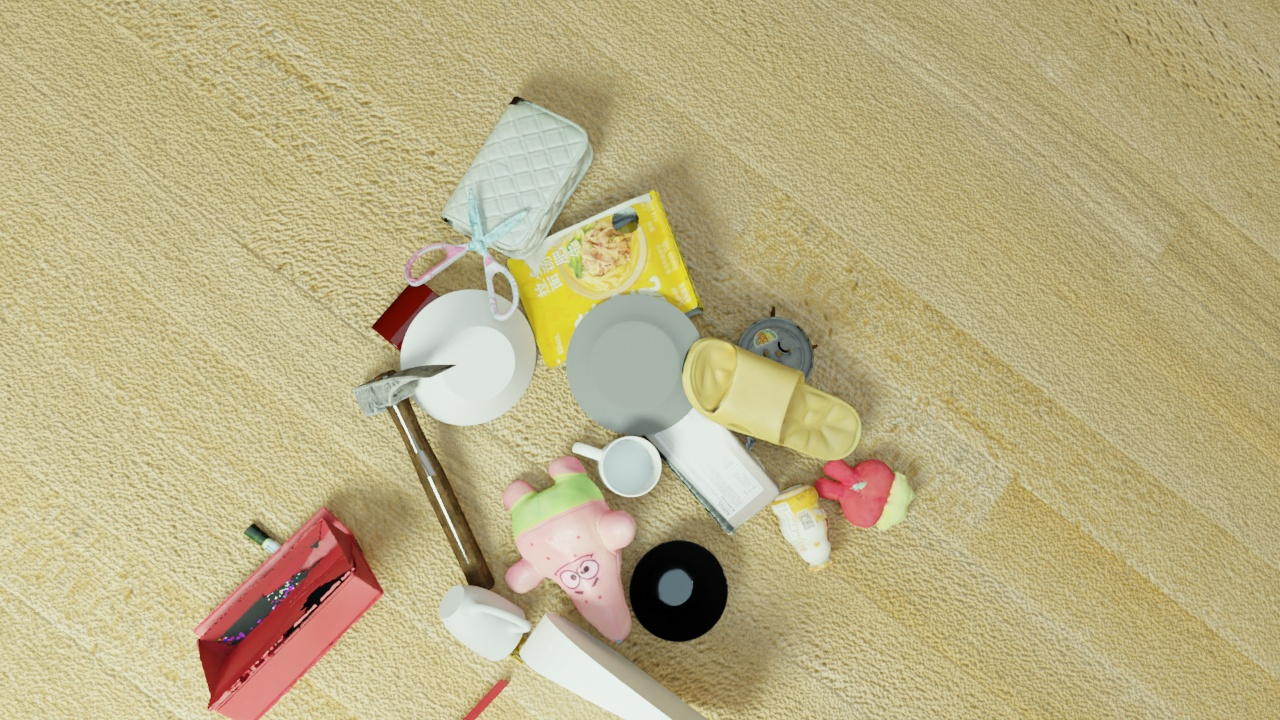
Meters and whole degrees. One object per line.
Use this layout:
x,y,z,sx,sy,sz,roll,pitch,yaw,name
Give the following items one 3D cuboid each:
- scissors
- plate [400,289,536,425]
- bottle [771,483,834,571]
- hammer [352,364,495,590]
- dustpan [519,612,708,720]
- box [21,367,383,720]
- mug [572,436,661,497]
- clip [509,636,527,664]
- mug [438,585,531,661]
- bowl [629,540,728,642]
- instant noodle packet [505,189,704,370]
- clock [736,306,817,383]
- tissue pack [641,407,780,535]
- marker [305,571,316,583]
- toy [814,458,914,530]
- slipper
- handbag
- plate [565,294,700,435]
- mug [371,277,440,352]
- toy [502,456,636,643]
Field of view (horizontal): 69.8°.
-0.198,-0.121,1.122,0.170,0.013,0.175,-34,82,-5,scissors
-0.206,0.001,1.139,0.173,0.036,0.174,-6,104,-25,plate
0.214,0.216,1.183,0.063,0.063,0.108,-22,87,-8,bottle
-0.228,0.147,1.098,0.037,0.218,0.300,-30,101,-37,hammer
-0.021,0.393,1.071,0.258,0.191,0.053,32,81,16,dustpan
-0.488,0.210,1.046,0.212,0.148,0.374,-44,94,-8,box
-0.033,0.127,1.153,0.110,0.090,0.073,20,82,-4,mug
-0.161,0.356,1.144,0.054,0.046,0.048,37,126,-2,clip
-0.183,0.308,1.097,0.089,0.107,0.071,42,51,-31,mug
0.045,0.289,1.164,0.124,0.052,0.124,1,84,-6,bowl
-0.048,-0.100,1.191,0.221,0.084,0.163,-22,85,3,instant noodle packet
0.164,0.007,1.204,0.104,0.056,0.147,41,80,-3,clock
0.094,0.123,1.187,0.104,0.071,0.181,-43,87,7,tissue pack
-0.429,0.252,1.137,0.146,0.017,0.017,38,81,-1,marker
0.295,0.173,1.205,0.135,0.045,0.091,17,85,-8,toy
0.171,0.056,1.138,0.263,0.078,0.099,23,87,-20,slipper
-0.156,-0.232,1.186,0.139,0.072,0.194,29,81,15,handbag
-0.007,0.007,1.149,0.178,0.012,0.178,1,96,8,plate
-0.271,-0.039,1.157,0.105,0.073,0.082,41,81,-9,mug
-0.080,0.239,1.129,0.192,0.096,0.236,-32,81,18,toy
